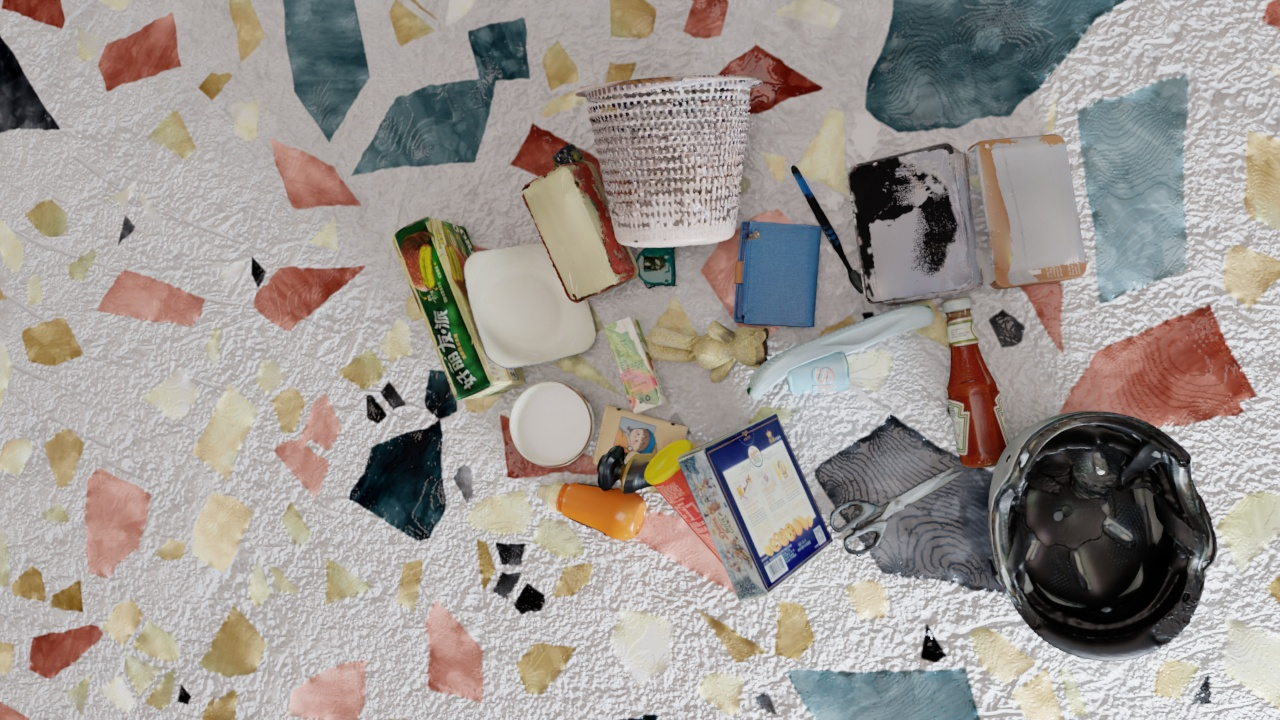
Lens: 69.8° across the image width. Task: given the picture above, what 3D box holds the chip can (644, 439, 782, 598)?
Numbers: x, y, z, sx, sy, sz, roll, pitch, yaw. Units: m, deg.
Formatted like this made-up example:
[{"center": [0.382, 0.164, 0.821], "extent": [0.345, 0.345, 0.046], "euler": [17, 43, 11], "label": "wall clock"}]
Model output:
[{"center": [0.098, 0.198, 1.140], "extent": [0.073, 0.073, 0.216], "euler": [-38, 104, 9], "label": "chip can"}]

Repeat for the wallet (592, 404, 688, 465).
[{"center": [-0.002, 0.115, 1.221], "extent": [0.115, 0.024, 0.087], "euler": [15, 90, 7], "label": "wallet"}]

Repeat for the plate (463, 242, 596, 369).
[{"center": [-0.149, -0.072, 1.215], "extent": [0.164, 0.034, 0.163], "euler": [-12, 80, -28], "label": "plate"}]

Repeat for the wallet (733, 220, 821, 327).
[{"center": [0.174, -0.110, 1.176], "extent": [0.106, 0.040, 0.133], "euler": [4, 91, 3], "label": "wallet"}]

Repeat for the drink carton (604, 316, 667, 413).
[{"center": [-0.007, 0.007, 1.207], "extent": [0.045, 0.053, 0.122], "euler": [-22, 85, 12], "label": "drink carton"}]

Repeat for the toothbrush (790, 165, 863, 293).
[{"center": [0.240, -0.169, 1.173], "extent": [0.014, 0.016, 0.189], "euler": [-28, 84, 3], "label": "toothbrush"}]

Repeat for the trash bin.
[{"center": [0.039, -0.242, 1.129], "extent": [0.228, 0.227, 0.192], "euler": [-1, 102, 12], "label": "trash bin"}]

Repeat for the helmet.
[{"center": [0.504, 0.182, 1.047], "extent": [0.230, 0.156, 0.274], "euler": [-13, 98, 10], "label": "helmet"}]

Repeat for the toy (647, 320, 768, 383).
[{"center": [0.086, -0.019, 1.181], "extent": [0.157, 0.066, 0.105], "euler": [3, 131, 6], "label": "toy"}]

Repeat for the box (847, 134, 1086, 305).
[{"center": [0.390, -0.168, 1.096], "extent": [0.274, 0.126, 0.179], "euler": [-8, 88, 7], "label": "box"}]

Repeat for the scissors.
[{"center": [0.319, 0.174, 1.158], "extent": [0.136, 0.014, 0.175], "euler": [25, 95, 10], "label": "scissors"}]

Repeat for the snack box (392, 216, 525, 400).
[{"center": [-0.240, -0.067, 1.225], "extent": [0.063, 0.114, 0.240], "euler": [-24, 86, 14], "label": "snack box"}]

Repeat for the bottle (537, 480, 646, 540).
[{"center": [-0.069, 0.192, 1.219], "extent": [0.150, 0.066, 0.067], "euler": [12, 93, 19], "label": "bottle"}]

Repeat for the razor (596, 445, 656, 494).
[{"center": [0.027, 0.137, 1.184], "extent": [0.167, 0.062, 0.067], "euler": [-3, 47, -1], "label": "razor"}]

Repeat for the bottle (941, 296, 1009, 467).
[{"center": [0.403, 0.026, 1.118], "extent": [0.060, 0.059, 0.206], "euler": [-10, 88, 12], "label": "bottle"}]

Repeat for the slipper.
[{"center": [0.248, -0.001, 1.131], "extent": [0.245, 0.104, 0.074], "euler": [-23, 87, 5], "label": "slipper"}]

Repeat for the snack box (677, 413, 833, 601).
[{"center": [0.144, 0.172, 1.113], "extent": [0.046, 0.177, 0.182], "euler": [-28, 83, 37], "label": "snack box"}]

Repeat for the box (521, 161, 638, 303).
[{"center": [-0.080, -0.166, 1.186], "extent": [0.091, 0.079, 0.168], "euler": [-21, 96, 29], "label": "box"}]

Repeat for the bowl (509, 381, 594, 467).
[{"center": [-0.112, 0.084, 1.225], "extent": [0.113, 0.062, 0.113], "euler": [0, 89, 12], "label": "bowl"}]

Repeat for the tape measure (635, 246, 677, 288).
[{"center": [0.021, -0.125, 1.215], "extent": [0.054, 0.025, 0.058], "euler": [-2, 89, 11], "label": "tape measure"}]

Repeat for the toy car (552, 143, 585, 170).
[{"center": [-0.080, -0.244, 1.228], "extent": [0.042, 0.035, 0.090], "euler": [-32, 89, 30], "label": "toy car"}]
